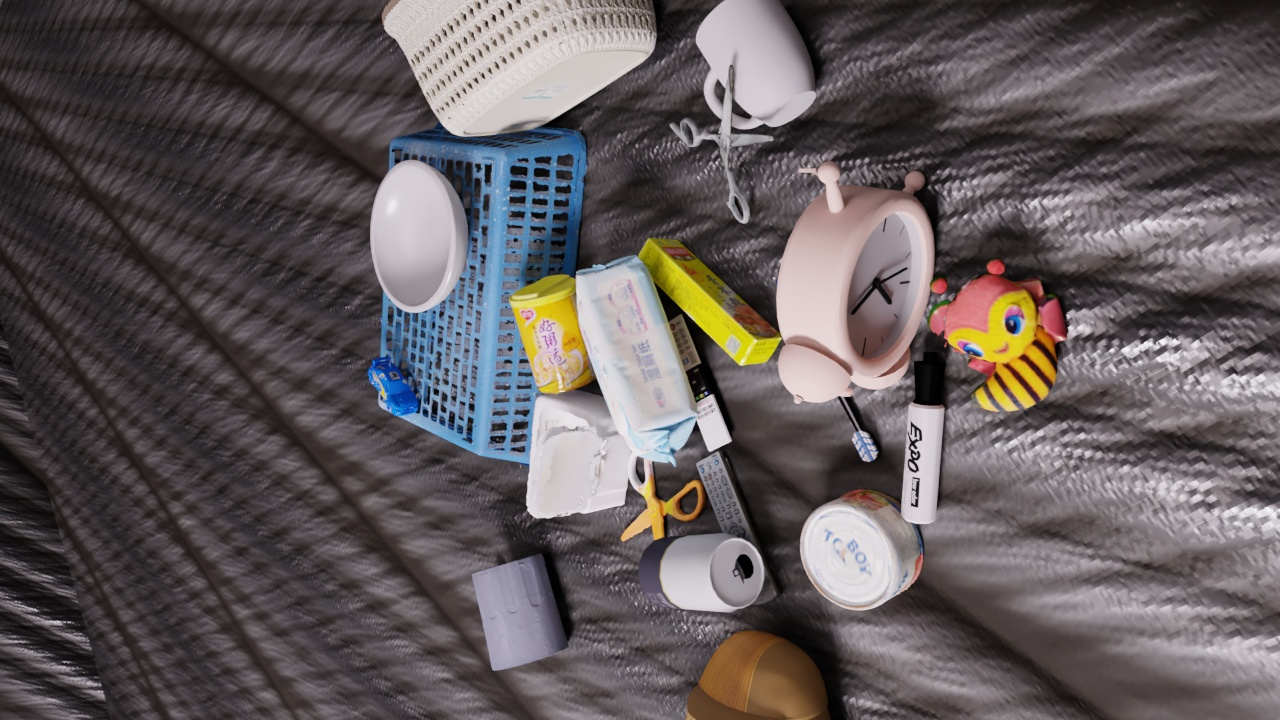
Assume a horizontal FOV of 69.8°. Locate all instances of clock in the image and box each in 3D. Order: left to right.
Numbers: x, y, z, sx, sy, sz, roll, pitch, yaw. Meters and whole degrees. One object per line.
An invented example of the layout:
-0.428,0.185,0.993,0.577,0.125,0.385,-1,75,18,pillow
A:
0.145,-0.055,0.650,0.086,0.130,0.160,9,102,43,clock

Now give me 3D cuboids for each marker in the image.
0.209,0.057,0.676,0.025,0.025,0.126,10,101,43,marker

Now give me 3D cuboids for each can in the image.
-0.083,-0.025,0.895,0.068,0.067,0.105,4,117,43,can
0.054,0.183,0.794,0.128,0.064,0.064,-20,81,57,can
0.170,0.146,0.711,0.086,0.043,0.086,8,102,42,can

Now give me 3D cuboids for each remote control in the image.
0.052,0.020,0.830,0.028,0.011,0.124,-32,73,41,remote control
0.086,0.148,0.811,0.033,0.013,0.136,-35,71,41,remote control

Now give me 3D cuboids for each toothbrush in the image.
0.148,0.004,0.735,0.014,0.014,0.167,-33,72,29,toothbrush

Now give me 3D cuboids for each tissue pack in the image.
-0.005,0.005,0.814,0.112,0.070,0.181,103,149,-75,tissue pack

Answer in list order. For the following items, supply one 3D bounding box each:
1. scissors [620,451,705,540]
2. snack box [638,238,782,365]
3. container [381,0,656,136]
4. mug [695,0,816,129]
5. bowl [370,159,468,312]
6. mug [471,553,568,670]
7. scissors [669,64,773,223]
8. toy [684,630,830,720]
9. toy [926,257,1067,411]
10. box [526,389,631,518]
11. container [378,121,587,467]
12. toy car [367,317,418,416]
0.013,0.137,0.881,0.126,0.011,0.127,-45,63,36,scissors
0.057,-0.053,0.796,0.148,0.040,0.029,47,124,30,snack box
-0.104,-0.307,0.831,0.247,0.184,0.143,-17,93,44,container
0.089,-0.225,0.733,0.089,0.071,0.107,61,147,11,mug
-0.213,-0.123,0.919,0.150,0.043,0.149,6,99,43,bowl
-0.136,0.274,1.003,0.124,0.083,0.104,138,117,-68,mug
0.064,-0.183,0.757,0.173,0.014,0.142,45,155,51,scissors
0.089,0.325,0.742,0.199,0.162,0.203,7,89,36,toy
0.243,-0.018,0.621,0.084,0.046,0.103,-20,91,21,toy
-0.078,0.097,0.879,0.126,0.136,0.109,18,109,42,box
-0.190,-0.076,0.996,0.257,0.089,0.362,17,107,42,container
-0.266,0.007,0.989,0.092,0.033,0.062,49,132,29,toy car
